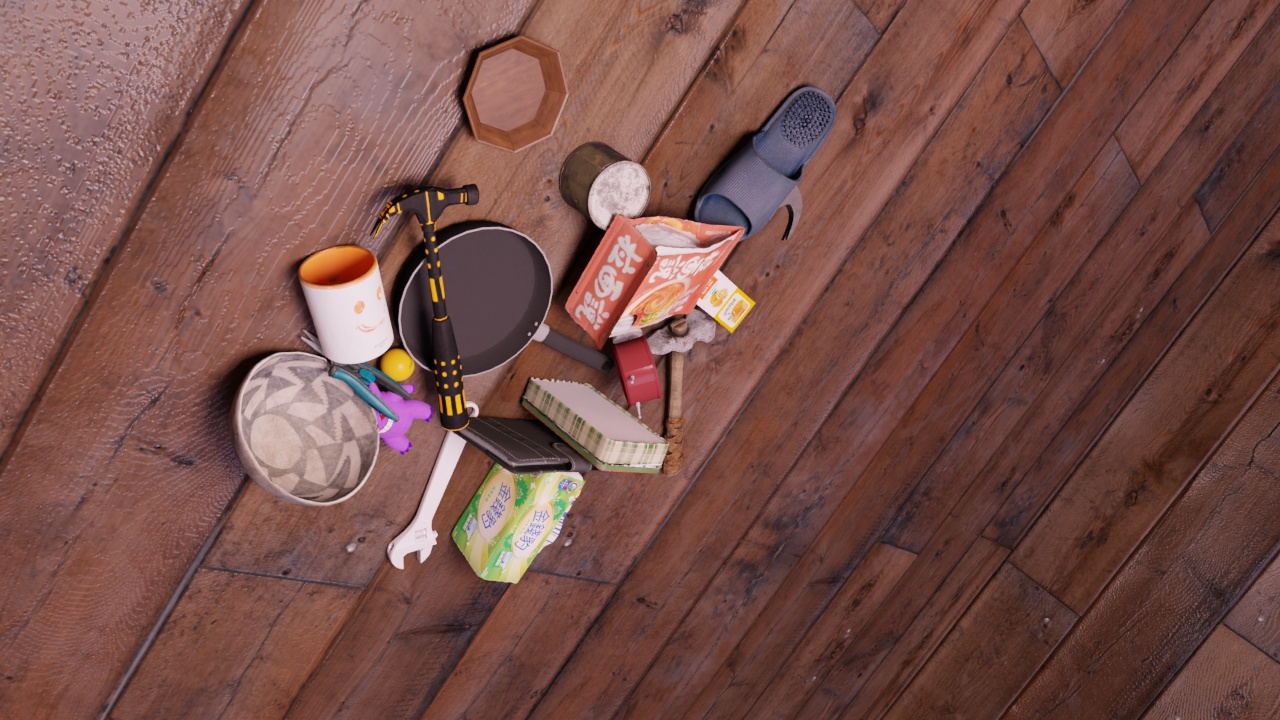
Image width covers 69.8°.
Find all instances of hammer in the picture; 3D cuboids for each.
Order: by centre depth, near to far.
[{"bbox_3d":[-0.236,-0.050,1.069,0.123,0.036,0.321,-18,128,-26],"label":"hammer"},{"bbox_3d":[0.099,-0.162,1.301,0.300,0.028,0.111,-36,99,-4],"label":"hammer"},{"bbox_3d":[0.054,0.065,1.444,0.121,0.049,0.319,-28,138,-29],"label":"hammer"}]

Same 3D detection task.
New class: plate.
[{"bbox_3d":[-0.142,-0.298,1.025,0.131,0.025,0.131,-21,132,-26],"label":"plate"}]

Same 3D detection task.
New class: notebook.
[{"bbox_3d":[-0.133,0.112,1.224,0.208,0.170,0.029,4,104,-48],"label":"notebook"}]

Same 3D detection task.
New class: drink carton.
[{"bbox_3d":[0.113,-0.098,1.376,0.058,0.040,0.122,-52,138,4],"label":"drink carton"}]

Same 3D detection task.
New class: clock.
[{"bbox_3d":[-0.008,0.008,1.288,0.048,0.137,0.096,-16,132,-5],"label":"clock"}]

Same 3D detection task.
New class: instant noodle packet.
[{"bbox_3d":[0.031,-0.111,1.208,0.220,0.084,0.165,-13,144,-48],"label":"instant noodle packet"}]

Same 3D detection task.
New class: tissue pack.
[{"bbox_3d":[-0.158,0.220,1.341,0.141,0.120,0.198,24,109,-45],"label":"tissue pack"}]

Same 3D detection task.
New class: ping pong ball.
[{"bbox_3d":[-0.295,0.005,1.114,0.040,0.040,0.040,-22,132,-27],"label":"ping pong ball"}]

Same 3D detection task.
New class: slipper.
[{"bbox_3d":[0.182,-0.266,1.249,0.101,0.082,0.263,41,86,-11],"label":"slipper"}]

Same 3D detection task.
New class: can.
[{"bbox_3d":[-0.045,-0.215,1.133,0.089,0.074,0.090,-20,130,-27],"label":"can"}]

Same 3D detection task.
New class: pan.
[{"bbox_3d":[-0.159,-0.052,1.181,0.355,0.044,0.204,27,101,-47],"label":"pan"}]

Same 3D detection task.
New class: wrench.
[{"bbox_3d":[-0.283,0.175,1.270,0.066,0.018,0.274,9,113,-43],"label":"wrench"}]

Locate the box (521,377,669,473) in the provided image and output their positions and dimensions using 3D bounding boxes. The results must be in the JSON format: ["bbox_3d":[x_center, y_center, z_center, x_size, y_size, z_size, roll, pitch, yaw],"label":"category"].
[{"bbox_3d":[-0.065,0.087,1.245,0.117,0.205,0.050,6,108,-44],"label":"box"}]

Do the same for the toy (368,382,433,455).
[{"bbox_3d":[-0.316,0.065,1.133,0.088,0.056,0.106,23,110,-43],"label":"toy"}]

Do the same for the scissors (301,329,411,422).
[{"bbox_3d":[-0.328,0.015,1.073,0.019,0.126,0.144,-30,161,35],"label":"scissors"}]

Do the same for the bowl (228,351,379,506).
[{"bbox_3d":[-0.390,0.085,1.032,0.081,0.178,0.178,-25,148,30],"label":"bowl"}]

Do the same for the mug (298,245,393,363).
[{"bbox_3d":[-0.323,-0.061,1.012,0.082,0.082,0.105,-23,134,-25],"label":"mug"}]
